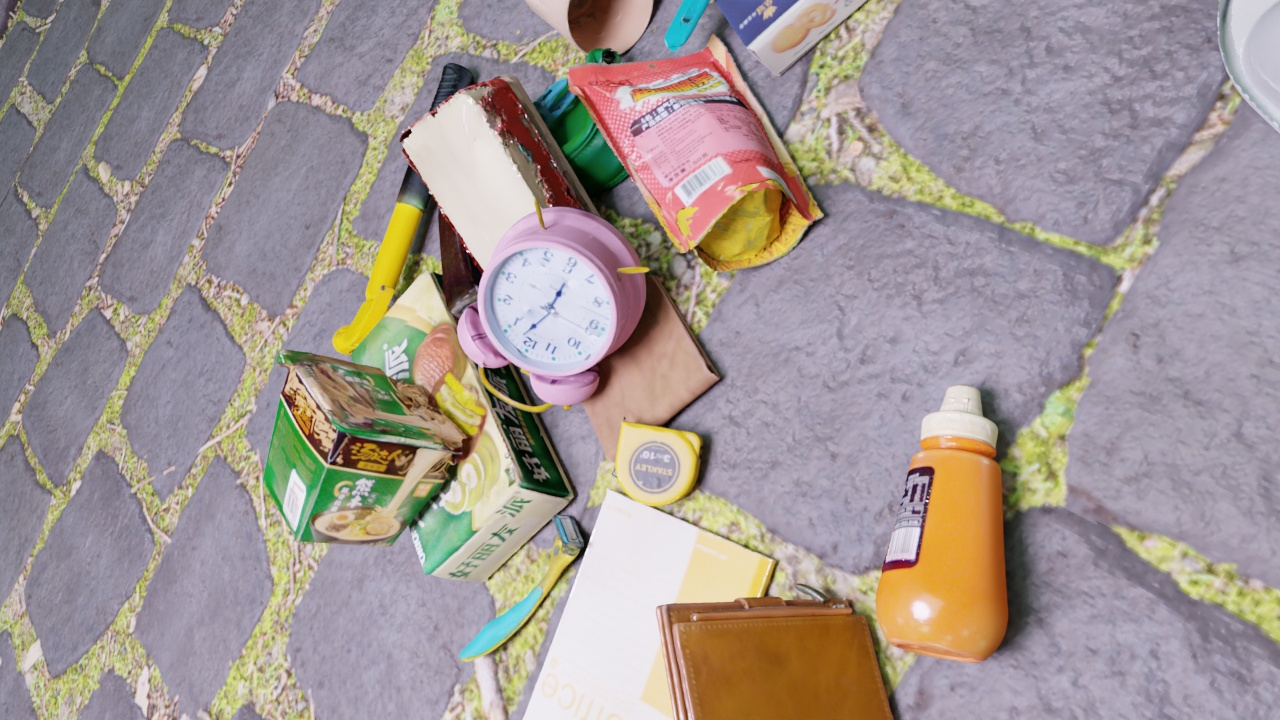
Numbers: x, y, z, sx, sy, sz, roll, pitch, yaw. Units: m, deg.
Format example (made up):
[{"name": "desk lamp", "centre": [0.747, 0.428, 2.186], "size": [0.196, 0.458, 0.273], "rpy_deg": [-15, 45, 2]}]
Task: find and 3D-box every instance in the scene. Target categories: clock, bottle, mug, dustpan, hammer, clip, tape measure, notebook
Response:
[{"name": "clock", "centre": [-0.067, -0.030, 0.660], "size": [0.117, 0.059, 0.159], "rpy_deg": [30, 120, -2]}, {"name": "bottle", "centre": [-0.136, -0.119, 0.785], "size": [0.044, 0.079, 0.194], "rpy_deg": [-30, 56, 31]}, {"name": "mug", "centre": [-0.040, -0.337, 0.787], "size": [0.125, 0.084, 0.103], "rpy_deg": [-57, 48, 18]}, {"name": "dustpan", "centre": [0.422, -0.157, 0.429], "size": [0.223, 0.142, 0.257], "rpy_deg": [-38, 84, 20]}, {"name": "hammer", "centre": [-0.218, -0.146, 0.872], "size": [0.129, 0.032, 0.300], "rpy_deg": [-7, 63, 57]}, {"name": "bottle", "centre": [0.169, 0.084, 0.499], "size": [0.067, 0.066, 0.149], "rpy_deg": [-2, 65, 36]}, {"name": "clip", "centre": [-0.074, -0.198, 0.721], "size": [0.057, 0.047, 0.014], "rpy_deg": [-45, 44, 1]}, {"name": "tape measure", "centre": [0.012, 0.071, 0.633], "size": [0.060, 0.029, 0.057], "rpy_deg": [8, 85, 14]}, {"name": "notebook", "centre": [-0.004, 0.205, 0.613], "size": [0.146, 0.010, 0.206], "rpy_deg": [17, 84, 39]}]

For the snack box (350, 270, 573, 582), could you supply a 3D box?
[{"name": "snack box", "centre": [-0.151, 0.048, 0.745], "size": [0.115, 0.063, 0.240], "rpy_deg": [-43, 54, 19]}]

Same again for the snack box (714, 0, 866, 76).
[{"name": "snack box", "centre": [0.126, -0.337, 0.692], "size": [0.178, 0.045, 0.182], "rpy_deg": [-38, 54, 21]}]

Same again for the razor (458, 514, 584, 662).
[{"name": "razor", "centre": [-0.087, 0.174, 0.674], "size": [0.132, 0.028, 0.043], "rpy_deg": [-51, 28, 6]}]

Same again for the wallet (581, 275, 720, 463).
[{"name": "wallet", "centre": [-0.004, 0.004, 0.682], "size": [0.101, 0.020, 0.115], "rpy_deg": [-42, 51, 16]}]

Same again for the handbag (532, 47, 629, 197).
[{"name": "handbag", "centre": [-0.070, -0.193, 0.770], "size": [0.132, 0.068, 0.120], "rpy_deg": [-19, 63, 30]}]

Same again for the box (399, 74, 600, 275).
[{"name": "box", "centre": [-0.100, -0.121, 0.696], "size": [0.092, 0.168, 0.080], "rpy_deg": [-23, 16, 32]}]

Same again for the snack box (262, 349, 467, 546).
[{"name": "snack box", "centre": [-0.212, 0.072, 0.671], "size": [0.118, 0.117, 0.106], "rpy_deg": [37, 104, 43]}]

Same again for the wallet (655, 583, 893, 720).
[{"name": "wallet", "centre": [0.075, 0.173, 0.492], "size": [0.035, 0.130, 0.119], "rpy_deg": [-49, 43, 45]}]

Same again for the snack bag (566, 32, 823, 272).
[{"name": "snack bag", "centre": [0.039, -0.161, 0.667], "size": [0.128, 0.073, 0.207], "rpy_deg": [-18, 56, -13]}]

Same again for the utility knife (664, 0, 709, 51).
[{"name": "utility knife", "centre": [0.059, -0.303, 0.692], "size": [0.029, 0.013, 0.151], "rpy_deg": [33, 96, 44]}]
